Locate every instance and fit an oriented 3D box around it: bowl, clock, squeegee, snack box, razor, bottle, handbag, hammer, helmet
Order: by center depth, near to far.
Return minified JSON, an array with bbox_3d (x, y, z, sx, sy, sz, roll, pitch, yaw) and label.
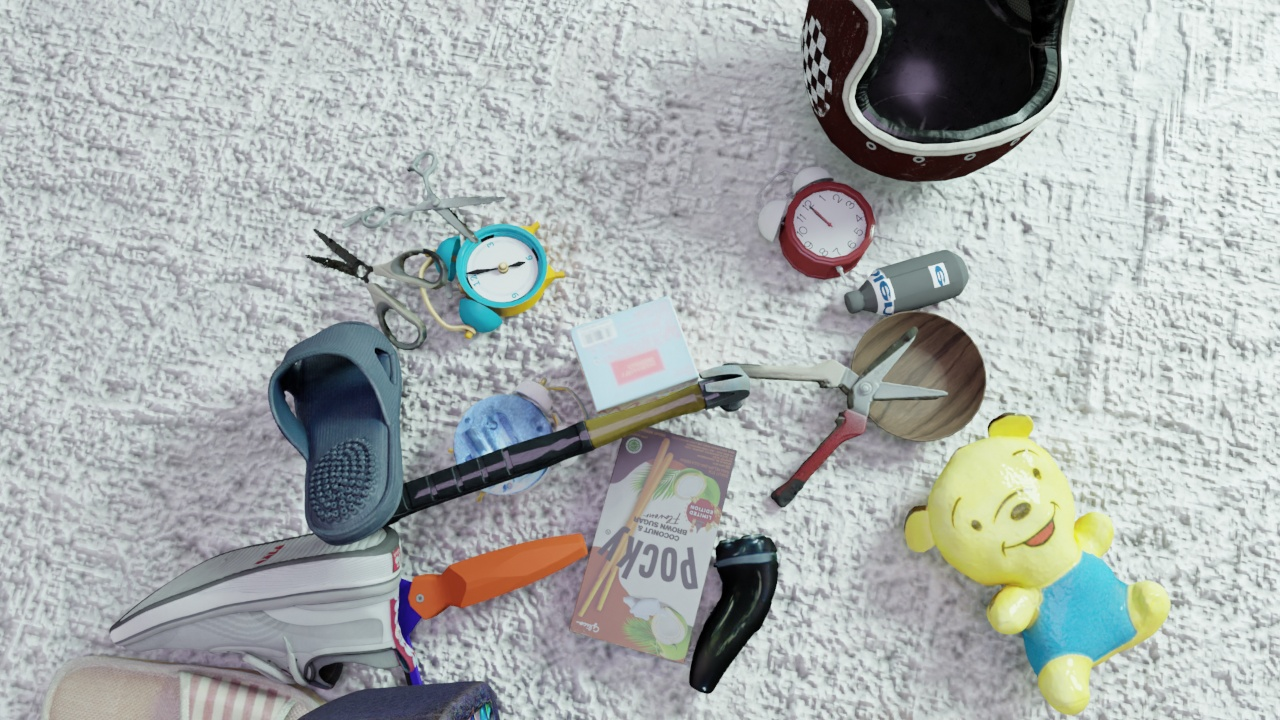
[{"bbox_3d":[-0.175,0.359,0.670,0.125,0.205,0.222,-4,79,1],"label":"handbag"},{"bbox_3d":[-0.067,0.070,0.747,0.333,0.118,0.025,-19,77,-3],"label":"hammer"},{"bbox_3d":[0.074,0.212,0.781,0.064,0.053,0.140,25,80,19],"label":"razor"},{"bbox_3d":[0.261,-0.280,0.785,0.233,0.254,0.233,-20,52,-9],"label":"helmet"},{"bbox_3d":[-0.136,0.187,0.789,0.185,0.055,0.249,-19,80,1],"label":"squeegee"},{"bbox_3d":[0.012,0.157,0.804,0.101,0.032,0.185,15,78,5],"label":"snack box"},{"bbox_3d":[-0.005,0.005,0.809,0.093,0.095,0.079,-19,77,-4],"label":"snack box"},{"bbox_3d":[-0.106,0.070,0.818,0.125,0.052,0.089,-31,77,-6],"label":"clock"},{"bbox_3d":[0.248,0.017,0.831,0.119,0.032,0.119,0,77,2],"label":"bowl"},{"bbox_3d":[0.243,-0.068,0.844,0.112,0.047,0.047,-16,77,-2],"label":"bottle"},{"bbox_3d":[0.167,-0.129,0.861,0.087,0.044,0.124,-44,81,-8],"label":"clock"},{"bbox_3d":[-0.142,-0.079,0.861,0.129,0.044,0.099,-25,77,-12],"label":"clock"}]

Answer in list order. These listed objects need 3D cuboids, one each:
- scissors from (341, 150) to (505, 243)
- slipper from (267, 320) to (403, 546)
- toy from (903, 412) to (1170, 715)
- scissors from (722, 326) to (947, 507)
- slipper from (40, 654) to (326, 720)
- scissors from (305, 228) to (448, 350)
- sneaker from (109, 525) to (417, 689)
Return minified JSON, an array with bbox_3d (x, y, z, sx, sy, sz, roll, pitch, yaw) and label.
[{"bbox_3d":[-0.209,-0.143,0.873,0.165,0.014,0.141,-26,57,4],"label":"scissors"},{"bbox_3d":[-0.254,0.032,0.757,0.101,0.082,0.263,-26,42,-2],"label":"slipper"},{"bbox_3d":[0.325,0.164,0.769,0.148,0.084,0.214,-34,77,-14],"label":"toy"},{"bbox_3d":[0.157,0.034,0.816,0.179,0.015,0.200,35,98,20],"label":"scissors"},{"bbox_3d":[-0.382,0.313,0.769,0.263,0.052,0.115,11,76,5],"label":"slipper"},{"bbox_3d":[-0.243,-0.082,0.856,0.154,0.012,0.163,-30,79,22],"label":"scissors"},{"bbox_3d":[-0.313,0.225,0.776,0.263,0.096,0.129,-13,100,8],"label":"sneaker"}]
